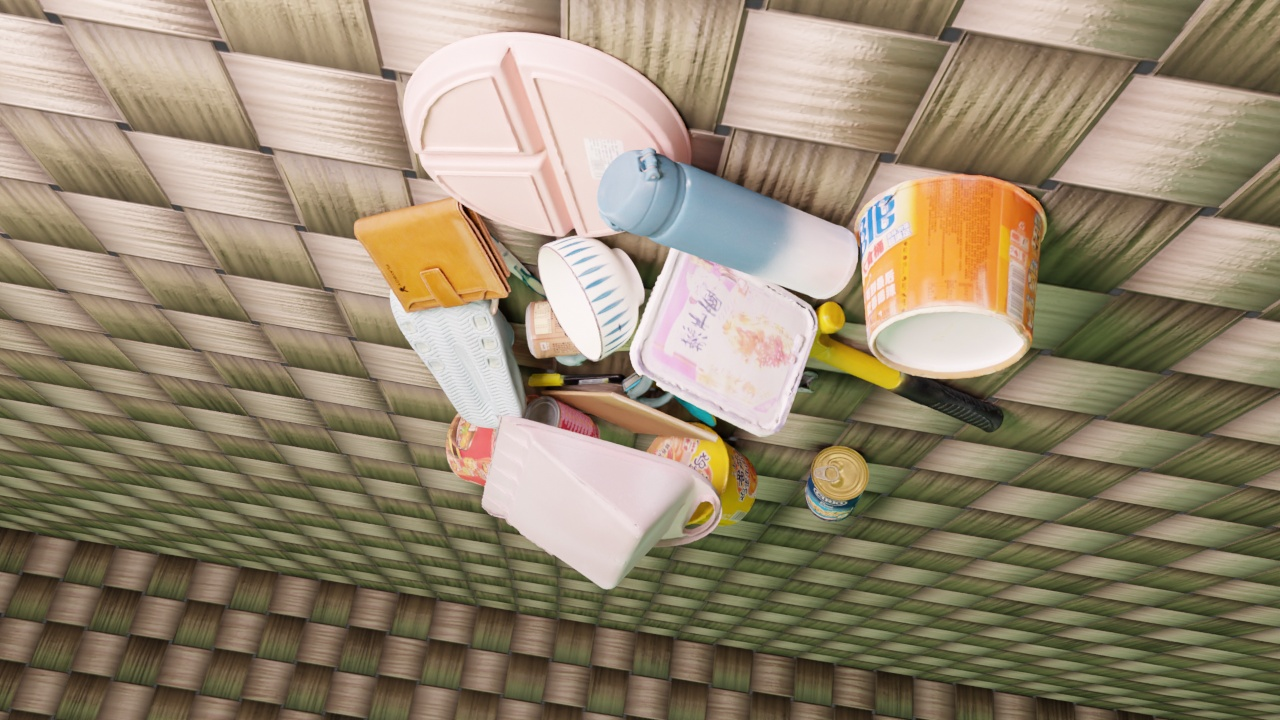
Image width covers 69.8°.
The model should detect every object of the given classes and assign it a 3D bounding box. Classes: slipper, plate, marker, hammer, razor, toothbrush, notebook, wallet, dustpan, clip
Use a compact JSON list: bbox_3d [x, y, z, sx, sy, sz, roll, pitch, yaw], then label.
[{"bbox_3d":[-0.184,-0.018,1.008,0.104,0.074,0.246,-4,135,14],"label":"slipper"},{"bbox_3d":[-0.075,-0.163,0.724,0.229,0.028,0.230,7,154,3],"label":"plate"},{"bbox_3d":[-0.080,0.023,1.135,0.124,0.015,0.018,-2,154,17],"label":"marker"},{"bbox_3d":[0.270,0.019,0.984,0.300,0.032,0.129,20,153,-22],"label":"hammer"},{"bbox_3d":[0.042,0.047,1.123,0.132,0.028,0.043,28,138,-24],"label":"razor"},{"bbox_3d":[-0.113,-0.082,0.923,0.018,0.016,0.191,35,174,42],"label":"toothbrush"},{"bbox_3d":[-0.020,0.065,1.136,0.149,0.012,0.212,24,168,-25],"label":"notebook"},{"bbox_3d":[-0.192,-0.094,0.870,0.131,0.035,0.119,-7,122,30],"label":"wallet"},{"bbox_3d":[-0.048,0.162,1.134,0.273,0.138,0.223,38,142,9],"label":"dustpan"},{"bbox_3d":[0.182,0.030,1.052,0.024,0.027,0.056,21,162,-20],"label":"clip"}]

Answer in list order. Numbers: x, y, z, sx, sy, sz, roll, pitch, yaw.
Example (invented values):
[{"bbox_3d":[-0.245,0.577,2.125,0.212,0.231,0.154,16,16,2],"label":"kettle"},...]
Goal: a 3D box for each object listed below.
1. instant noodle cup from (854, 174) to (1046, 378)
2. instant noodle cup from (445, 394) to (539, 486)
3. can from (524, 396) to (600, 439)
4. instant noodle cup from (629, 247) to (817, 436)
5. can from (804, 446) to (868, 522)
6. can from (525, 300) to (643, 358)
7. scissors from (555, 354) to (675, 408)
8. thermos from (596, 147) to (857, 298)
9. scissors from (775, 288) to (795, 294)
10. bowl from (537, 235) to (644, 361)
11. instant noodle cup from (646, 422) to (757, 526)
[{"bbox_3d":[0.245,-0.060,0.734,0.151,0.111,0.151,7,155,3],"label":"instant noodle cup"},{"bbox_3d":[-0.186,0.116,1.236,0.109,0.137,0.138,0,155,37],"label":"instant noodle cup"},{"bbox_3d":[-0.103,0.091,1.198,0.067,0.066,0.093,-9,155,34],"label":"can"},{"bbox_3d":[0.070,-0.019,0.854,0.173,0.138,0.060,27,167,-23],"label":"instant noodle cup"},{"bbox_3d":[0.267,0.171,1.255,0.075,0.075,0.111,6,155,8],"label":"can"},{"bbox_3d":[-0.054,-0.036,0.927,0.116,0.058,0.058,-5,154,3],"label":"can"},{"bbox_3d":[-0.006,0.007,1.042,0.171,0.019,0.181,-10,135,28],"label":"scissors"},{"bbox_3d":[0.070,-0.105,0.717,0.220,0.070,0.070,14,156,-31],"label":"thermos"},{"bbox_3d":[0.088,-0.055,0.917,0.159,0.014,0.181,3,152,8],"label":"scissors"},{"bbox_3d":[-0.039,-0.065,0.847,0.066,0.116,0.117,-28,163,-19],"label":"bowl"},{"bbox_3d":[0.087,0.162,1.244,0.138,0.138,0.109,-9,158,34],"label":"instant noodle cup"}]
